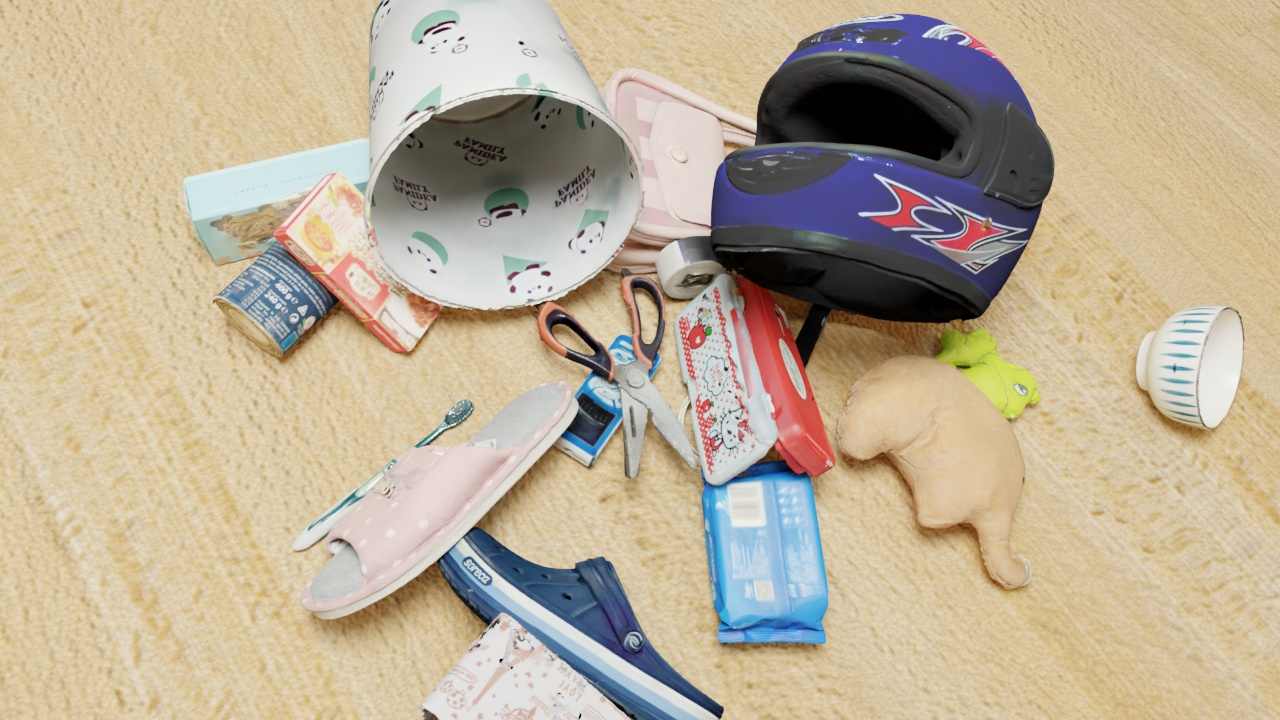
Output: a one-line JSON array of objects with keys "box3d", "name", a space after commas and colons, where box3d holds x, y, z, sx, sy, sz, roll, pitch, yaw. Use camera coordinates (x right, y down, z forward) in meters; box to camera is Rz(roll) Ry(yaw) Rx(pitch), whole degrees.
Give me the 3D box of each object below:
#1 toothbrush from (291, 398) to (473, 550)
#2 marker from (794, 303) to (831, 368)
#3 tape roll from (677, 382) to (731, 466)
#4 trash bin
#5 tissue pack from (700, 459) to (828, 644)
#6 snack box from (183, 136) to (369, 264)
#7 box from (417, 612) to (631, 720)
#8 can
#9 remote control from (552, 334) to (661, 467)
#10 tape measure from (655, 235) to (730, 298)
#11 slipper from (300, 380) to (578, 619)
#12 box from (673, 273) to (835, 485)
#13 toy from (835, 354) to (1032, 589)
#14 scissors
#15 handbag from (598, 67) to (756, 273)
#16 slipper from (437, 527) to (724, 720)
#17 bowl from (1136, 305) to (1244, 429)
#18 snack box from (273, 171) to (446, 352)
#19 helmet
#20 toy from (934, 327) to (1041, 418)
[{"box3d": [-0.215, 0.094, 0.778, 0.016, 0.018, 0.191, 43, 67, 14], "name": "toothbrush"}, {"box3d": [0.170, -0.042, 0.892, 0.022, 0.020, 0.131, 24, 63, 10], "name": "marker"}, {"box3d": [0.076, 0.060, 0.834, 0.086, 0.014, 0.085, 3, 64, -6], "name": "tape roll"}, {"box3d": [-0.139, -0.212, 0.815, 0.229, 0.230, 0.251, -10, 52, -12], "name": "trash bin"}, {"box3d": [0.102, 0.159, 0.768, 0.095, 0.052, 0.157, -2, 64, -6], "name": "tissue pack"}, {"box3d": [-0.320, -0.147, 0.850, 0.174, 0.074, 0.051, -17, 67, -15], "name": "snack box"}, {"box3d": [-0.098, 0.302, 0.605, 0.154, 0.183, 0.184, 38, 62, 12], "name": "box"}, {"box3d": [-0.308, -0.065, 0.811, 0.075, 0.075, 0.111, 34, 65, 9], "name": "can"}, {"box3d": [-0.031, 0.034, 0.827, 0.049, 0.024, 0.124, 32, 63, 9], "name": "remote control"}, {"box3d": [0.048, -0.087, 0.868, 0.066, 0.066, 0.033, -5, 61, -22], "name": "tape measure"}, {"box3d": [-0.161, 0.097, 0.738, 0.273, 0.114, 0.054, -41, 114, -25], "name": "slipper"}, {"box3d": [0.089, 0.021, 0.813, 0.102, 0.095, 0.201, -29, 44, 20], "name": "box"}, {"box3d": [0.280, 0.091, 0.813, 0.143, 0.083, 0.226, -41, 78, -18], "name": "toy"}, {"box3d": [-0.014, 0.002, 0.819, 0.226, 0.015, 0.188, 32, 56, 12], "name": "scissors"}, {"box3d": [0.062, -0.182, 0.920, 0.234, 0.094, 0.193, 5, 64, -13], "name": "handbag"}, {"box3d": [-0.040, 0.198, 0.701, 0.253, 0.105, 0.095, 33, 69, 8], "name": "slipper"}, {"box3d": [0.520, 0.004, 0.877, 0.066, 0.116, 0.116, 11, 52, 49], "name": "bowl"}, {"box3d": [-0.237, -0.083, 0.801, 0.026, 0.153, 0.075, 1, 51, 43], "name": "snack box"}, {"box3d": [0.201, -0.169, 0.779, 0.315, 0.248, 0.240, 13, 86, -47], "name": "helmet"}, {"box3d": [0.330, 0.014, 0.880, 0.096, 0.031, 0.100, -3, 60, -9], "name": "toy"}]
